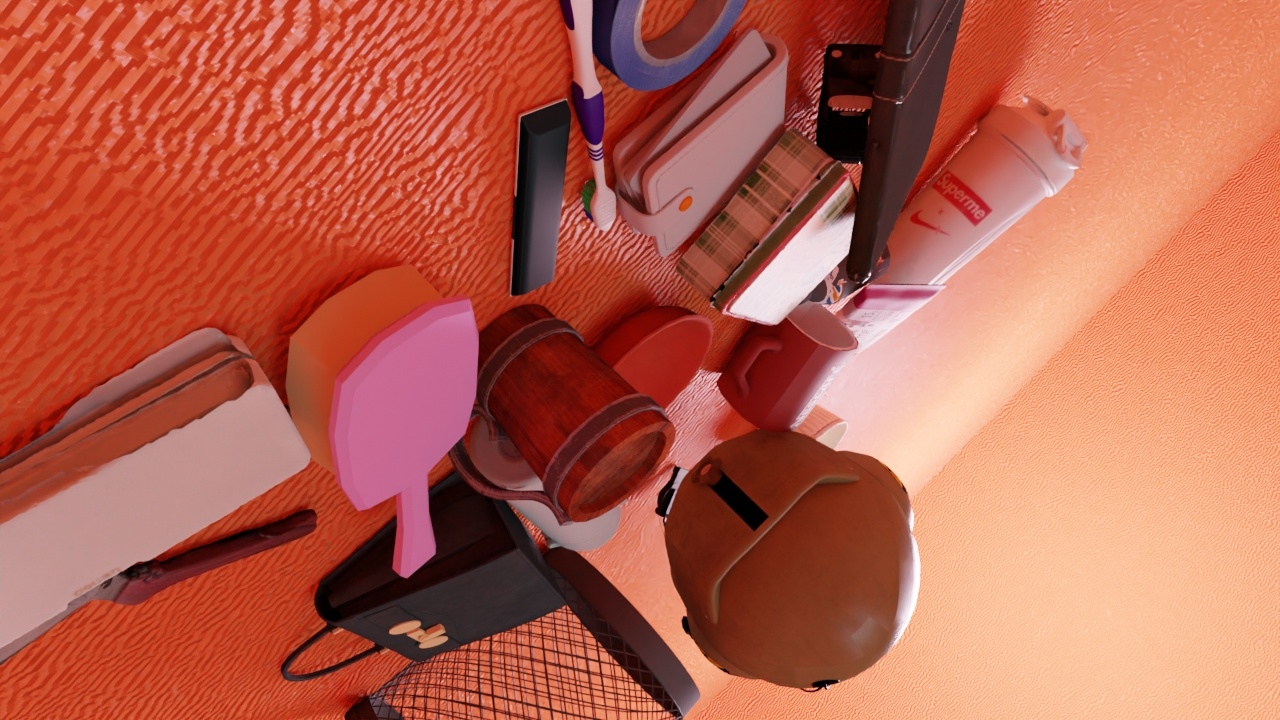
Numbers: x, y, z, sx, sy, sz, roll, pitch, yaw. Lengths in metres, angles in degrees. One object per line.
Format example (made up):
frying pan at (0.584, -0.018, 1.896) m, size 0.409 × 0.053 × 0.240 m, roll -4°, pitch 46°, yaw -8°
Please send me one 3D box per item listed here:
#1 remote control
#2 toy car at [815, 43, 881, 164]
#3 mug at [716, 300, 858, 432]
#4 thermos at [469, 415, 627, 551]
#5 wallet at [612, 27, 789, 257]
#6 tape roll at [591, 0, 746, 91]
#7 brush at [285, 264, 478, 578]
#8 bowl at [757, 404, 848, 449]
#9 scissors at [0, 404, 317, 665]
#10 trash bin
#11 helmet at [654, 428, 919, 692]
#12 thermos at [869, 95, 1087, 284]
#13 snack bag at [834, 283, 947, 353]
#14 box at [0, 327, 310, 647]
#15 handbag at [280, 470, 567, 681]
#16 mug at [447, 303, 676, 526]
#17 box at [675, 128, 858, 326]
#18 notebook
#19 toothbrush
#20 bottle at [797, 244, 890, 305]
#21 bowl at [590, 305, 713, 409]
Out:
remote control at (-0.053, -0.079, 0.477) m, size 0.028 × 0.012 × 0.124 m, roll -30°, pitch 153°, yaw -29°
toy car at (0.134, -0.160, 0.589) m, size 0.092 × 0.040 × 0.037 m, roll 82°, pitch 15°, yaw -58°
mug at (0.118, 0.003, 0.801) m, size 0.116 × 0.080 × 0.097 m, roll -3°, pitch 134°, yaw -47°
thermos at (-0.061, 0.091, 0.672) m, size 0.078 × 0.065 × 0.207 m, roll -29°, pitch 155°, yaw -3°
wallet at (0.035, -0.125, 0.509) m, size 0.118 × 0.037 × 0.115 m, roll -42°, pitch 159°, yaw -11°
tape roll at (0.016, -0.172, 0.429) m, size 0.093 × 0.016 × 0.091 m, roll -37°, pitch 155°, yaw -16°
brush at (-0.134, 0.047, 0.495) m, size 0.089 × 0.043 × 0.229 m, roll -40°, pitch 158°, yaw -35°
bowl at (0.175, 0.092, 1.054) m, size 0.115 × 0.062 × 0.115 m, roll -36°, pitch 155°, yaw -20°
scissors at (-0.236, 0.089, 0.454) m, size 0.179 × 0.015 × 0.198 m, roll -52°, pitch 156°, yaw 16°
trash bin at (-0.094, 0.306, 0.800) m, size 0.227 × 0.218 × 0.218 m, roll -41°, pitch 156°, yaw -18°
helmet at (0.131, 0.172, 0.849) m, size 0.250 × 0.255 × 0.233 m, roll -45°, pitch 160°, yaw -2°
thermos at (0.302, -0.139, 0.845) m, size 0.221 × 0.099 × 0.099 m, roll -46°, pitch 157°, yaw 15°
snack bag at (0.206, -0.034, 0.852) m, size 0.070 × 0.016 × 0.197 m, roll 1°, pitch 163°, yaw -10°
box at (-0.238, 0.064, 0.372) m, size 0.198 × 0.067 × 0.084 m, roll -33°, pitch 173°, yaw -20°
handbag at (-0.171, 0.180, 0.671) m, size 0.195 × 0.072 × 0.176 m, roll -29°, pitch 154°, yaw -7°
mug at (-0.057, 0.040, 0.541) m, size 0.117 × 0.111 × 0.081 m, roll -50°, pitch 156°, yaw 13°
box at (0.099, -0.080, 0.630) m, size 0.118 × 0.050 × 0.205 m, roll -50°, pitch 165°, yaw 10°
notebook at (0.172, -0.176, 0.571) m, size 0.169 × 0.029 × 0.209 m, roll -58°, pitch 160°, yaw -35°
toothbrush at (-0.026, -0.126, 0.439) m, size 0.015 × 0.016 × 0.187 m, roll -36°, pitch 153°, yaw -18°
bottle at (0.169, -0.077, 0.790) m, size 0.112 × 0.047 × 0.047 m, roll -29°, pitch 152°, yaw -32°
bowl at (-0.004, 0.004, 0.660) m, size 0.121 × 0.035 × 0.122 m, roll -35°, pitch 155°, yaw -20°
